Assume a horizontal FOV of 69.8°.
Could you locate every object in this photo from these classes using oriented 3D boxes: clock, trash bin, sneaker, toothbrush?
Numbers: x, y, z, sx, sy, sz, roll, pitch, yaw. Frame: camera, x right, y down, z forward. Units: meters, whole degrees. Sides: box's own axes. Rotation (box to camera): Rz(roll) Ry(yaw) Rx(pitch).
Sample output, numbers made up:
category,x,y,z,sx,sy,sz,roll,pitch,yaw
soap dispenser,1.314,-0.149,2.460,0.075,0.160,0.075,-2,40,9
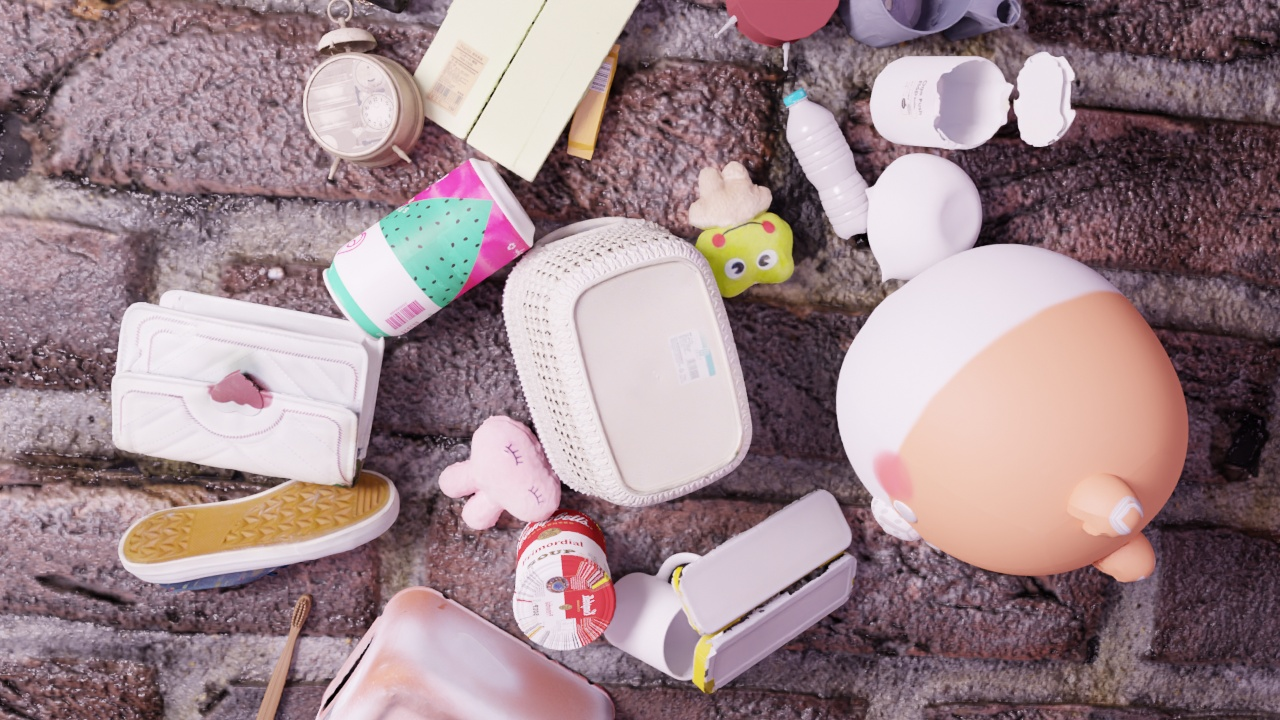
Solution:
category,x,y,z,sx,sy,sz,roll,pitch,yaw
clock,-0.234,-0.225,0.751,0.093,0.054,0.141,-9,98,9
trash bin,-0.159,0.360,0.834,0.259,0.157,0.181,35,96,-12
clock,0.125,-0.327,0.777,0.096,0.048,0.138,22,98,-10
sneaker,-0.330,0.164,0.820,0.235,0.087,0.079,-11,134,-8
toothbrush,-0.343,0.298,0.874,0.016,0.016,0.167,20,100,-8

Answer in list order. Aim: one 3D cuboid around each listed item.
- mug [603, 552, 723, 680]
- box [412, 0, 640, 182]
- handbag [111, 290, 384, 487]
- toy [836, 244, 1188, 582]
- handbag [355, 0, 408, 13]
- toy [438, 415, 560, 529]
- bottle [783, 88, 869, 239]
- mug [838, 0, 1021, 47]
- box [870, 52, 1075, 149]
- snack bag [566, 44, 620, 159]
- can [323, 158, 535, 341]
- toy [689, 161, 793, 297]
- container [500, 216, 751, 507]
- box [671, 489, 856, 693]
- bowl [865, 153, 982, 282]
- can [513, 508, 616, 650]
category,x,y,z,sx,sy,sz,roll,pitch,yaw
mug,0.029,0.230,0.855,0.074,0.091,0.110,48,66,-31
box,-0.101,-0.263,0.768,0.138,0.030,0.187,33,98,-3
handbag,-0.331,0.028,0.779,0.198,0.096,0.142,9,101,-9
toy,0.301,0.052,0.753,0.266,0.280,0.262,-40,139,7
handbag,-0.231,-0.336,0.737,0.128,0.054,0.079,23,94,-8
toy,-0.129,0.110,0.842,0.105,0.053,0.108,-30,105,16
bottle,0.167,-0.176,0.814,0.044,0.044,0.136,-31,103,1
mug,0.237,-0.301,0.765,0.124,0.104,0.084,17,99,-9
box,0.269,-0.216,0.758,0.094,0.165,0.084,0,107,-17
snack bag,-0.041,-0.225,0.795,0.026,0.020,0.099,14,100,-3
can,-0.176,-0.092,0.773,0.166,0.088,0.088,-34,103,2
toy,0.087,-0.119,0.819,0.092,0.043,0.118,-17,101,-1
container,-0.005,0.005,0.784,0.184,0.143,0.252,-19,103,-16
box,0.122,0.209,0.846,0.209,0.046,0.128,-21,104,-34
bowl,0.260,-0.125,0.809,0.114,0.051,0.115,-6,102,-31
can,-0.069,0.195,0.829,0.086,0.116,0.087,-1,101,-6
